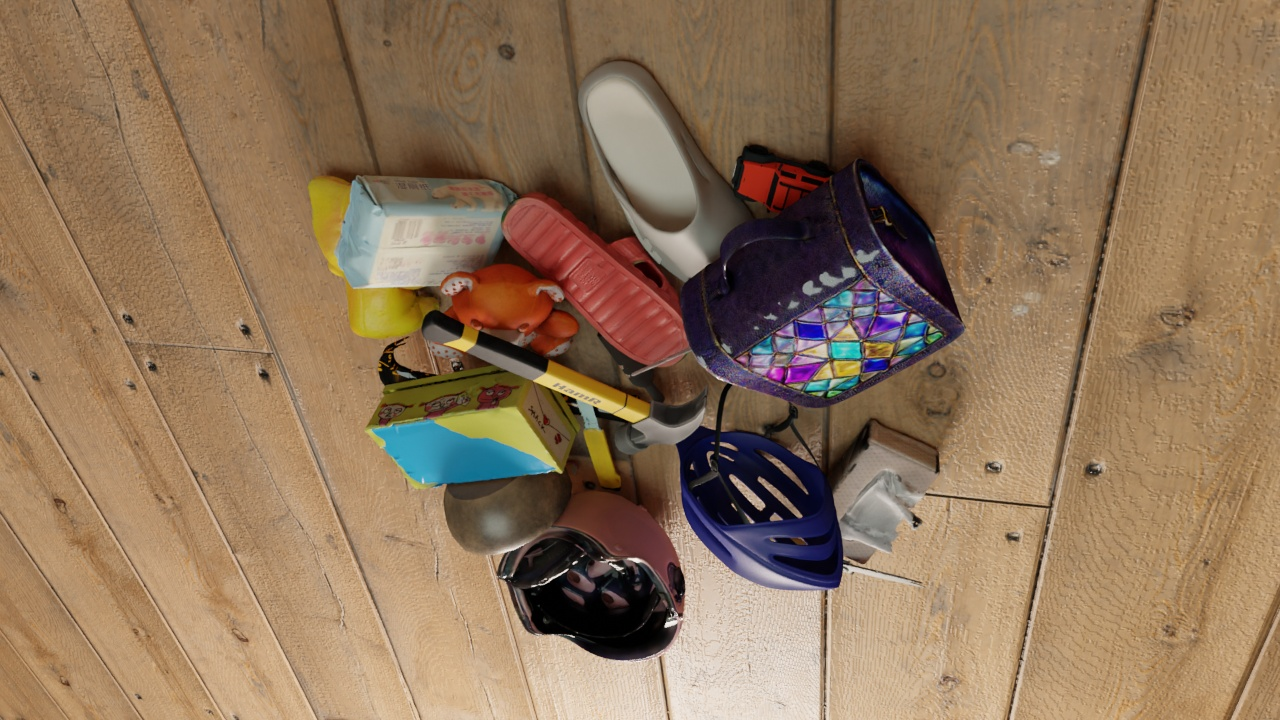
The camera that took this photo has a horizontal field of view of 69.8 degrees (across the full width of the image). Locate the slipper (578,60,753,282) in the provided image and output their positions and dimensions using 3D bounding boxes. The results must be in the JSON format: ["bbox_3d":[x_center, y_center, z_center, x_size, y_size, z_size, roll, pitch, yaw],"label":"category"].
[{"bbox_3d":[0.024,-0.161,0.895,0.113,0.080,0.266,-21,116,27],"label":"slipper"}]

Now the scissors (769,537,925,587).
[{"bbox_3d":[0.235,0.252,1.128,0.228,0.016,0.134,13,152,21],"label":"scissors"}]

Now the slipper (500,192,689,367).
[{"bbox_3d":[-0.036,-0.093,0.976,0.249,0.059,0.104,42,133,-16],"label":"slipper"}]

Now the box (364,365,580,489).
[{"bbox_3d":[-0.198,0.078,1.079,0.221,0.081,0.124,-10,130,27],"label":"box"}]

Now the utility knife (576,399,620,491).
[{"bbox_3d":[-0.051,0.104,1.121,0.030,0.019,0.219,-1,145,8],"label":"utility knife"}]

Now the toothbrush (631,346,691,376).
[{"bbox_3d":[0.075,-0.018,0.971,0.181,0.010,0.010,-24,119,-2],"label":"toothbrush"}]

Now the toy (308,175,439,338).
[{"bbox_3d":[-0.313,-0.112,1.044,0.134,0.087,0.194,10,128,17],"label":"toy"}]

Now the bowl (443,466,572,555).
[{"bbox_3d":[-0.171,0.158,1.134,0.162,0.161,0.070,-10,122,25],"label":"bowl"}]

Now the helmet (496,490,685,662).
[{"bbox_3d":[-0.051,0.273,1.194,0.231,0.152,0.255,-27,115,30],"label":"helmet"}]

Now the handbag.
[{"bbox_3d":[0.160,-0.066,0.842,0.221,0.125,0.205,24,136,-37],"label":"handbag"}]

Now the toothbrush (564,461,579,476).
[{"bbox_3d":[-0.166,0.148,1.231,0.185,0.015,0.015,-5,130,24],"label":"toothbrush"}]

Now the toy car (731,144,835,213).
[{"bbox_3d":[0.136,-0.166,0.872,0.100,0.048,0.051,17,129,7],"label":"toy car"}]

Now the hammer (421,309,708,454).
[{"bbox_3d":[-0.077,0.019,0.957,0.324,0.034,0.170,24,149,-28],"label":"hammer"}]

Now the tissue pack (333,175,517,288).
[{"bbox_3d":[-0.221,-0.135,0.960,0.070,0.181,0.112,54,133,31],"label":"tissue pack"}]

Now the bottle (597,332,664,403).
[{"bbox_3d":[-0.006,0.006,1.060,0.030,0.030,0.113,-22,115,31],"label":"bottle"}]

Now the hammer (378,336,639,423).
[{"bbox_3d":[-0.157,0.034,1.099,0.321,0.036,0.123,8,137,4],"label":"hammer"}]

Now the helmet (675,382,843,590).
[{"bbox_3d":[0.136,0.130,1.009,0.241,0.147,0.228,38,142,33],"label":"helmet"}]

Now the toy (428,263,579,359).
[{"bbox_3d":[-0.149,-0.045,0.994,0.163,0.092,0.173,1,162,-9],"label":"toy"}]

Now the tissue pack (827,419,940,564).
[{"bbox_3d":[0.267,0.164,1.063,0.104,0.071,0.182,26,126,0],"label":"tissue pack"}]
